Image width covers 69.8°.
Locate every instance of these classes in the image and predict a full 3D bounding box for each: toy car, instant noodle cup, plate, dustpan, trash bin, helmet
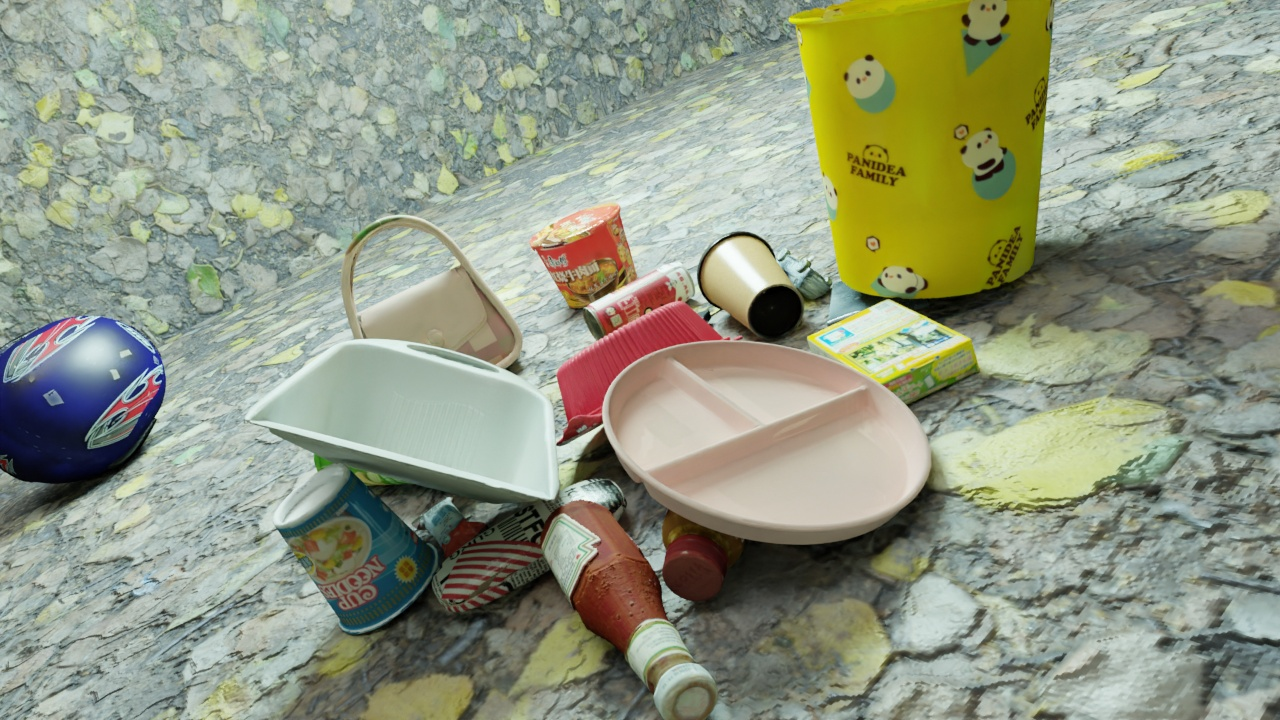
[{"bbox_3d":[0.177,-0.095,1.015,0.034,0.043,0.090,-55,25,9],"label":"toy car"},{"bbox_3d":[-0.234,0.146,0.740,0.099,0.110,0.099,-26,25,13],"label":"instant noodle cup"},{"bbox_3d":[-0.005,0.005,0.828,0.194,0.066,0.194,-30,-2,-1],"label":"instant noodle cup"},{"bbox_3d":[0.087,0.052,0.650,0.229,0.028,0.229,5,30,-3],"label":"plate"},{"bbox_3d":[-0.072,-0.146,1.292,0.138,0.108,0.137,-20,21,8],"label":"instant noodle cup"},{"bbox_3d":[-0.172,0.032,0.762,0.258,0.222,0.142,133,152,-73],"label":"dustpan"},{"bbox_3d":[0.267,-0.207,0.852,0.230,0.255,0.229,-9,22,4],"label":"trash bin"},{"bbox_3d":[-0.880,0.043,1.456,0.241,0.247,0.314,-32,23,30],"label":"helmet"}]

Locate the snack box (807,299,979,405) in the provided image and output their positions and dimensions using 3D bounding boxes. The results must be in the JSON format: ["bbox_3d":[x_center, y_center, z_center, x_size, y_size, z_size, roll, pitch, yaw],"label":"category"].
[{"bbox_3d":[0.210,-0.007,0.781,0.087,0.034,0.140,-25,20,-6],"label":"snack box"}]

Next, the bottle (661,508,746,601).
[{"bbox_3d":[0.052,0.098,0.653,0.058,0.057,0.174,-15,22,21],"label":"bottle"}]

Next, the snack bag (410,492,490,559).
[{"bbox_3d":[-0.167,0.146,0.804,0.048,0.026,0.104,-43,26,-19],"label":"snack bag"}]

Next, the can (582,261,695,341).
[{"bbox_3d":[-0.001,-0.070,1.116,0.132,0.053,0.053,-29,22,-16],"label":"can"}]

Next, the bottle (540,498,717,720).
[{"bbox_3d":[-0.010,0.155,0.583,0.059,0.060,0.206,-28,26,-12],"label":"bottle"}]

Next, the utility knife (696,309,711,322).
[{"bbox_3d":[0.003,-0.016,1.036,0.171,0.015,0.033,-24,15,-1],"label":"utility knife"}]

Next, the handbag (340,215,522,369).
[{"bbox_3d":[-0.269,-0.064,1.121,0.193,0.234,0.093,-28,20,-14],"label":"handbag"}]

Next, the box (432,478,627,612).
[{"bbox_3d":[-0.087,0.139,0.712,0.164,0.051,0.068,-29,36,-17],"label":"box"}]

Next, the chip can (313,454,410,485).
[{"bbox_3d":[-0.246,0.094,0.947,0.222,0.072,0.072,-8,26,35],"label":"chip can"}]

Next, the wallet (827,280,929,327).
[{"bbox_3d":[0.238,-0.068,0.920,0.097,0.019,0.120,-15,20,21],"label":"wallet"}]

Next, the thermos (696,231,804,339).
[{"bbox_3d":[0.119,-0.077,0.977,0.093,0.093,0.143,-24,30,-2],"label":"thermos"}]
